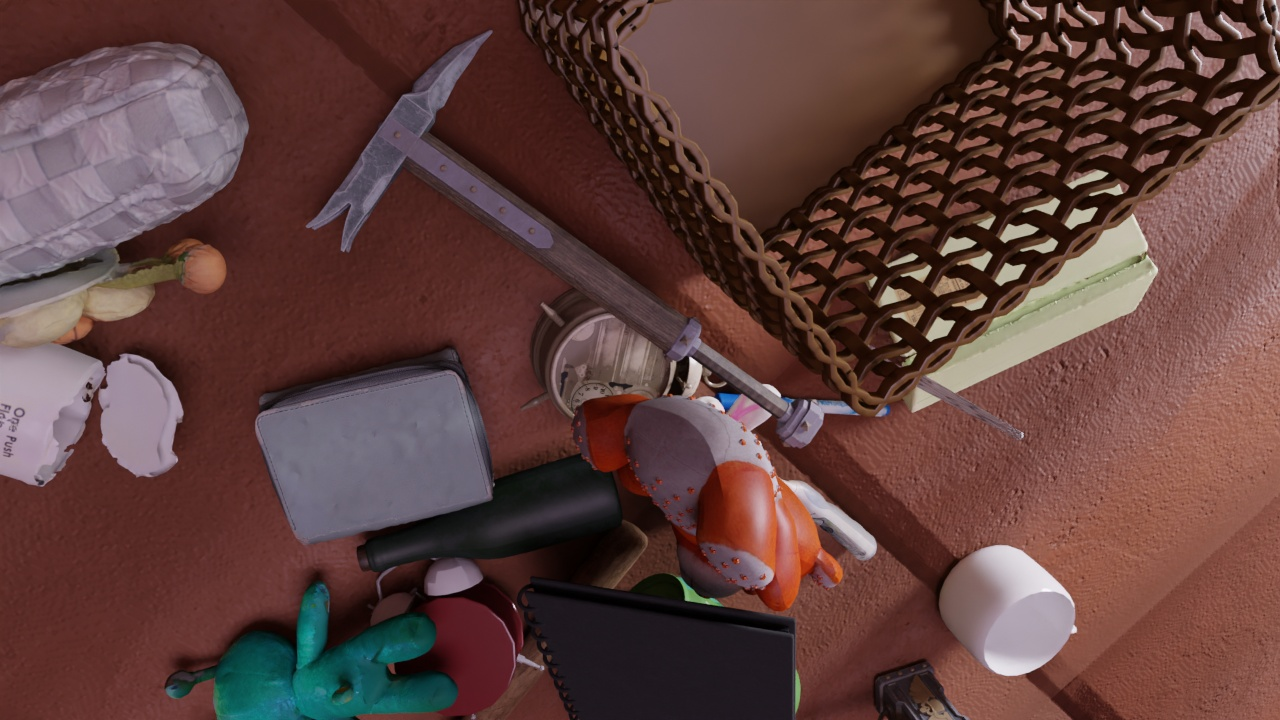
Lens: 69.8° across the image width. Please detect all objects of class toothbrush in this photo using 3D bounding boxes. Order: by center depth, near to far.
[{"bbox_3d":[0.181,0.014,0.586,0.010,0.181,0.010,26,98,-22],"label":"toothbrush"},{"bbox_3d":[0.126,0.107,0.682,0.185,0.022,0.024,38,67,-40],"label":"toothbrush"}]

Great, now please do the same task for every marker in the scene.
[{"bbox_3d":[0.121,0.034,0.672,0.141,0.013,0.013,4,112,-19],"label":"marker"}]

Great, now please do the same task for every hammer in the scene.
[{"bbox_3d":[-0.015,-0.046,0.542,0.317,0.028,0.147,35,89,-12],"label":"hammer"},{"bbox_3d":[-0.102,0.247,0.688,0.129,0.040,0.322,34,99,-23],"label":"hammer"},{"bbox_3d":[0.121,0.342,0.761,0.321,0.098,0.044,-13,116,-11],"label":"hammer"}]

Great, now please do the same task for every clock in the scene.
[{"bbox_3d":[-0.004,0.003,0.597,0.140,0.054,0.093,7,110,-17],"label":"clock"},{"bbox_3d":[-0.131,0.189,0.635,0.087,0.044,0.124,-36,94,4],"label":"clock"}]

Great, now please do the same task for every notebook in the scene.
[{"bbox_3d":[0.018,0.219,0.617,0.169,0.019,0.232,5,139,14],"label":"notebook"}]

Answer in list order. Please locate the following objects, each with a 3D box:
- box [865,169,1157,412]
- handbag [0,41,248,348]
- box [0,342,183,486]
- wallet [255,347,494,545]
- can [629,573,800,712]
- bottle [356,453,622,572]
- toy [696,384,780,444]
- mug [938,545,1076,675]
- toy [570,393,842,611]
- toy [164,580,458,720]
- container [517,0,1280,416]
[{"bbox_3d":[0.265,-0.042,0.651,0.188,0.061,0.133,-23,115,1],"label":"box"},{"bbox_3d":[-0.268,-0.077,0.448,0.171,0.112,0.123,-27,117,-6],"label":"handbag"},{"bbox_3d":[-0.325,0.022,0.496,0.159,0.091,0.081,25,101,-17],"label":"box"},{"bbox_3d":[-0.163,0.053,0.573,0.131,0.054,0.100,-14,108,-9],"label":"wallet"},{"bbox_3d":[0.050,0.230,0.697,0.083,0.083,0.144,-44,118,5],"label":"can"},{"bbox_3d":[-0.101,0.108,0.614,0.174,0.055,0.055,-15,117,-9],"label":"bottle"},{"bbox_3d":[0.051,0.066,0.649,0.075,0.037,0.126,-5,134,-20],"label":"toy"},{"bbox_3d":[0.317,0.212,0.780,0.115,0.068,0.094,13,109,-22],"label":"mug"},{"bbox_3d":[0.045,0.092,0.558,0.092,0.164,0.172,-53,138,-8],"label":"toy"},{"bbox_3d":[-0.217,0.216,0.602,0.193,0.072,0.130,-16,95,11],"label":"toy"},{"bbox_3d":[0.111,-0.163,0.466,0.251,0.214,0.219,-39,118,2],"label":"container"}]
